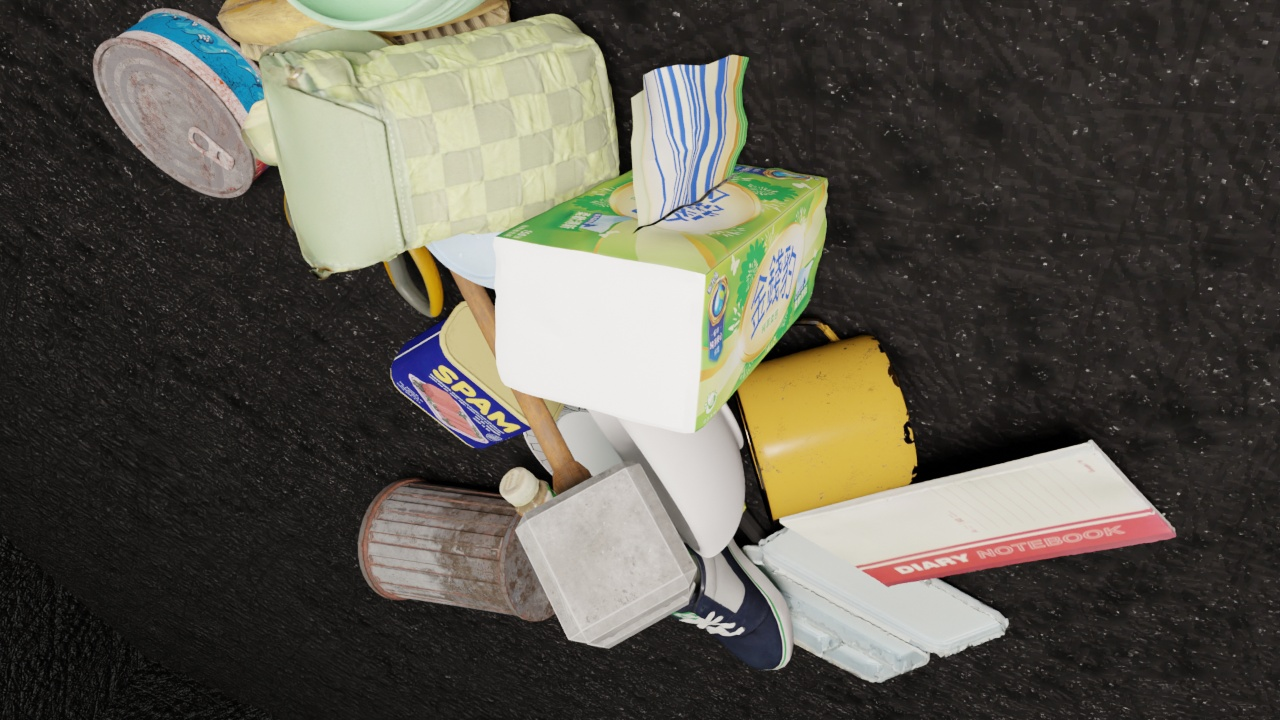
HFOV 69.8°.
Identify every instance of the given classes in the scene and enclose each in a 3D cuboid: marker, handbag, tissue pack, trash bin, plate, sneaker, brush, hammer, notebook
[{"bbox_3d":[0.090,0.135,0.790,0.021,0.017,0.124,-31,120,15],"label":"marker"},{"bbox_3d":[-0.107,-0.121,0.481,0.117,0.186,0.113,50,148,41],"label":"handbag"},{"bbox_3d":[0.021,-0.074,0.454,0.120,0.197,0.142,10,117,17],"label":"tissue pack"},{"bbox_3d":[-0.183,0.193,0.952,0.211,0.130,0.131,0,135,32],"label":"trash bin"},{"bbox_3d":[-0.018,0.091,0.801,0.189,0.016,0.189,23,148,15],"label":"plate"},{"bbox_3d":[0.055,0.196,0.762,0.084,0.078,0.235,-10,125,35],"label":"sneaker"},{"bbox_3d":[-0.160,-0.198,0.525,0.196,0.059,0.043,3,148,22],"label":"brush"},{"bbox_3d":[-0.072,0.035,0.635,0.317,0.083,0.163,60,173,18],"label":"hammer"},{"bbox_3d":[0.222,0.110,0.614,0.209,0.012,0.153,-22,139,37],"label":"notebook"}]

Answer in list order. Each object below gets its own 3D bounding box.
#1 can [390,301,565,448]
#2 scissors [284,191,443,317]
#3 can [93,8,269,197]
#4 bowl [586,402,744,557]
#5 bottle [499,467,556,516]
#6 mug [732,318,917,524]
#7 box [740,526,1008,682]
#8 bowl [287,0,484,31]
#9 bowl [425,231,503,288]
[{"bbox_3d":[-0.131,0.016,0.733,0.116,0.056,0.092,43,140,-22],"label":"can"},{"bbox_3d":[-0.216,-0.131,0.667,0.217,0.016,0.225,10,130,38],"label":"scissors"},{"bbox_3d":[-0.325,-0.184,0.668,0.130,0.044,0.130,19,143,15],"label":"can"},{"bbox_3d":[0.017,0.039,0.600,0.176,0.066,0.177,53,171,11],"label":"bowl"},{"bbox_3d":[-0.072,0.158,0.874,0.059,0.059,0.167,-5,139,38],"label":"bottle"},{"bbox_3d":[0.110,0.030,0.573,0.094,0.123,0.100,-15,168,4],"label":"mug"},{"bbox_3d":[0.179,0.209,0.797,0.209,0.037,0.190,28,137,-9],"label":"box"},{"bbox_3d":[-0.102,-0.221,0.421,0.151,0.076,0.151,2,95,24],"label":"bowl"},{"bbox_3d":[-0.095,-0.099,0.588,0.151,0.074,0.151,19,143,15],"label":"bowl"}]
